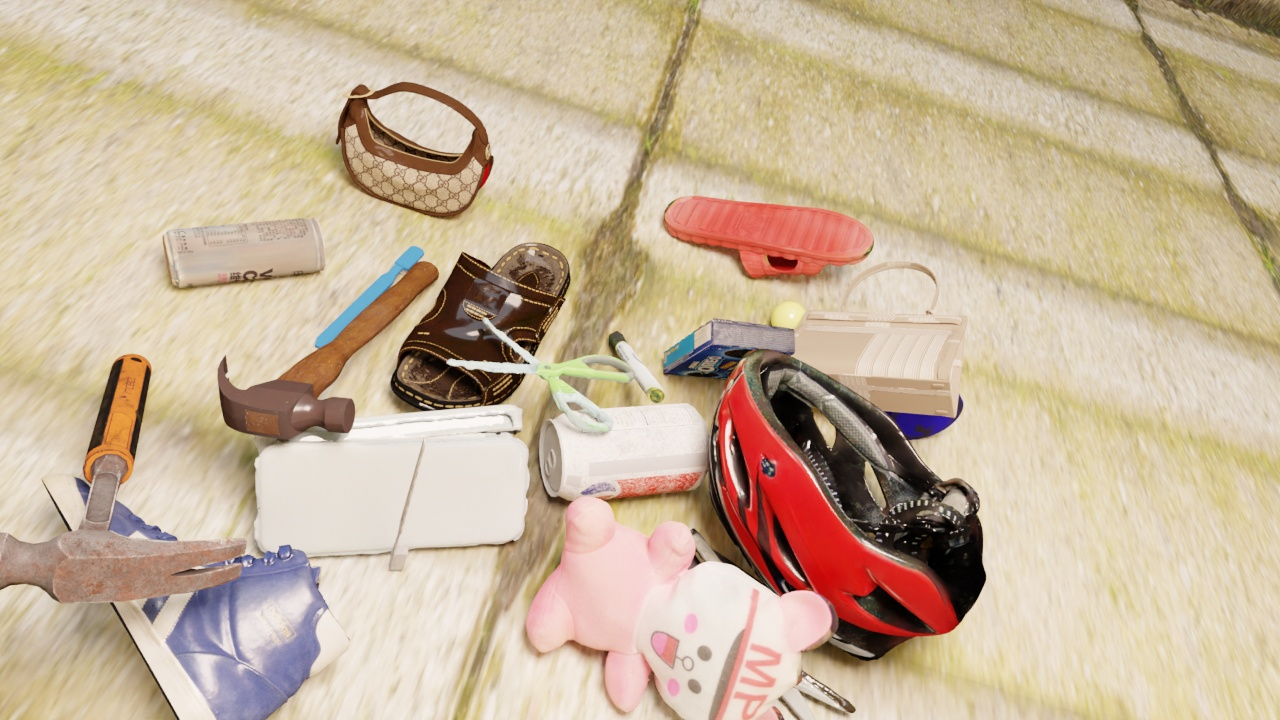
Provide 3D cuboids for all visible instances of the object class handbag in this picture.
[{"bbox_3d":[0.246,-0.038,0.943,0.176,0.062,0.197,4,47,29],"label":"handbag"},{"bbox_3d":[-0.241,-0.231,0.977,0.166,0.139,0.063,18,42,-1],"label":"handbag"}]

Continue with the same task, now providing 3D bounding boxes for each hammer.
[{"bbox_3d":[-0.349,0.065,0.631,0.137,0.035,0.314,10,16,-27],"label":"hammer"},{"bbox_3d":[-0.244,-0.023,0.786,0.115,0.033,0.322,7,26,6],"label":"hammer"}]

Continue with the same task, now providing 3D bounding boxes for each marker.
[{"bbox_3d":[-0.005,0.005,0.879,0.017,0.017,0.146,2,22,-19],"label":"marker"}]

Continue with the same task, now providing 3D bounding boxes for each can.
[{"bbox_3d":[-0.372,-0.103,0.864,0.135,0.054,0.054,-11,52,-29],"label":"can"},{"bbox_3d":[-0.013,0.080,0.800,0.136,0.078,0.078,-3,48,-22],"label":"can"}]

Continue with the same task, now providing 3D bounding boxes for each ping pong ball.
[{"bbox_3d":[0.165,-0.046,1.016,0.040,0.040,0.040,10,45,-11],"label":"ping pong ball"}]

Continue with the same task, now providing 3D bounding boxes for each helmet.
[{"bbox_3d":[0.159,0.112,0.759,0.272,0.167,0.217,52,29,17],"label":"helmet"}]

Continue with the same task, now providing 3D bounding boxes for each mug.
[{"bbox_3d":[0.268,0.030,0.962,0.111,0.079,0.083,-16,49,4],"label":"mug"}]

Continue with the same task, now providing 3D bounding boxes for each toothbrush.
[{"bbox_3d":[-0.263,-0.062,0.898,0.016,0.014,0.166,27,48,6],"label":"toothbrush"},{"bbox_3d":[-0.161,0.105,0.646,0.010,0.182,0.010,5,51,-20],"label":"toothbrush"}]

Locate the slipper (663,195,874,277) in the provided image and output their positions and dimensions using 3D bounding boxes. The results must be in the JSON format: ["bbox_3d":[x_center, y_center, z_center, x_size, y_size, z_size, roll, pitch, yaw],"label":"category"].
[{"bbox_3d":[0.149,-0.141,1.092,0.249,0.059,0.103,10,43,12],"label":"slipper"}]

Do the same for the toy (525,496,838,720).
[{"bbox_3d":[0.027,0.193,0.681,0.213,0.142,0.084,22,6,12],"label":"toy"}]

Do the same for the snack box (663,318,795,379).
[{"bbox_3d":[0.080,-0.007,0.876,0.082,0.150,0.027,4,77,-13],"label":"snack box"}]

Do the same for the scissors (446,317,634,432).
[{"bbox_3d":[-0.079,0.011,0.785,0.171,0.023,0.167,2,39,-24],"label":"scissors"}]

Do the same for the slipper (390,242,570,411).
[{"bbox_3d":[-0.141,-0.046,0.878,0.113,0.076,0.267,26,44,6],"label":"slipper"}]

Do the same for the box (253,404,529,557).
[{"bbox_3d":[-0.193,0.106,0.724,0.215,0.107,0.124,-5,75,-20],"label":"box"}]

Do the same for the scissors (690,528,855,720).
[{"bbox_3d":[0.075,0.219,0.734,0.187,0.015,0.179,0,59,-9],"label":"scissors"}]

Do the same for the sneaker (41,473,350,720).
[{"bbox_3d":[-0.296,0.139,0.627,0.118,0.092,0.233,-29,63,-34],"label":"sneaker"}]

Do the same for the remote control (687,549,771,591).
[{"bbox_3d":[0.088,0.198,0.770,0.124,0.009,0.046,30,45,10],"label":"remote control"}]
